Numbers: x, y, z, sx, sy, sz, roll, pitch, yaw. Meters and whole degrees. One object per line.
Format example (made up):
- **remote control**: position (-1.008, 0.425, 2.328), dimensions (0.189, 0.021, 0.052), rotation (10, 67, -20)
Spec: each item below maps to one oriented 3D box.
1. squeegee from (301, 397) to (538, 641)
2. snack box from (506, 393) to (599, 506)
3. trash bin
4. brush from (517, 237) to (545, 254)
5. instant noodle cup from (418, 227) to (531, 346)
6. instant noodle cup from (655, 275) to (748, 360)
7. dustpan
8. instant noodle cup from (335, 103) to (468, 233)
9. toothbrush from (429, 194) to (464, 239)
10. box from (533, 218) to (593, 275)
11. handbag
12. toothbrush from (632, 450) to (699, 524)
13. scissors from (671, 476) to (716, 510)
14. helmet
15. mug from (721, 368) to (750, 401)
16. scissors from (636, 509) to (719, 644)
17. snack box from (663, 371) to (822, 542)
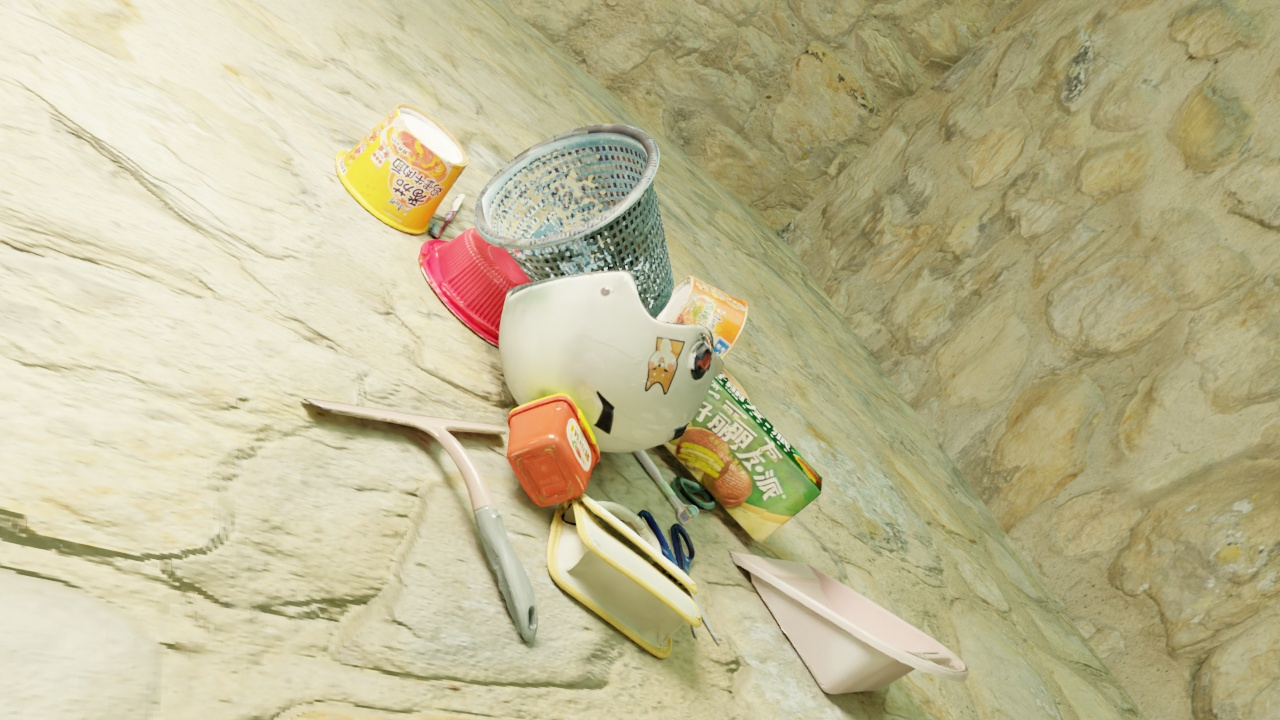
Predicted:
- **squeegee**: position (-0.144, 0.130, 0.806), dimensions (0.247, 0.040, 0.249), rotation (17, 35, -58)
- **snack box**: position (-0.091, 0.093, 0.918), dimensions (0.080, 0.082, 0.091), rotation (-83, 151, -60)
- **trash bin**: position (-0.057, -0.139, 1.105), dimensions (0.226, 0.226, 0.195), rotation (-111, 177, -49)
- **brush**: position (-0.146, -0.118, 1.289), dimensions (0.144, 0.055, 0.073), rotation (55, 20, 23)
- **instant noodle cup**: position (-0.183, -0.100, 1.159), dimensions (0.194, 0.066, 0.193), rotation (41, 18, -17)
- **instant noodle cup**: position (0.098, -0.069, 1.596), dimensions (0.111, 0.152, 0.151), rotation (32, 22, -16)
- **dustpan**: position (0.279, 0.319, 1.174), dimensions (0.222, 0.139, 0.273), rotation (19, 33, -52)
- **instant noodle cup**: position (-0.292, -0.245, 1.149), dimensions (0.138, 0.110, 0.137), rotation (39, 21, -18)
- **toothbrush**: position (-0.267, -0.203, 1.270), dimensions (0.017, 0.016, 0.187), rotation (31, 22, -14)
- **box**: position (-0.106, -0.125, 1.342), dimensions (0.184, 0.090, 0.059), rotation (52, 20, 24)
- **handbag**: position (-0.014, 0.193, 0.933), dimensions (0.163, 0.063, 0.178), rotation (42, 15, -19)
- **toothbrush**: position (0.007, 0.128, 1.171), dimensions (0.189, 0.029, 0.021), rotation (51, -21, 19)
- **scissors**: position (0.063, 0.141, 1.267), dimensions (0.179, 0.019, 0.170), rotation (52, 21, 20)
- **helmet**: position (-0.042, 0.024, 1.026), dimensions (0.274, 0.231, 0.156), rotation (38, 59, -40)
- **mug**: position (0.083, 0.060, 1.339), dimensions (0.124, 0.104, 0.084), rotation (31, 24, -38)
- **scissors**: position (0.041, 0.235, 1.031), dimensions (0.157, 0.012, 0.165), rotation (45, 19, -9)
- **snack box**: position (0.122, 0.118, 1.231), dimensions (0.240, 0.115, 0.063), rotation (47, 18, 0)
